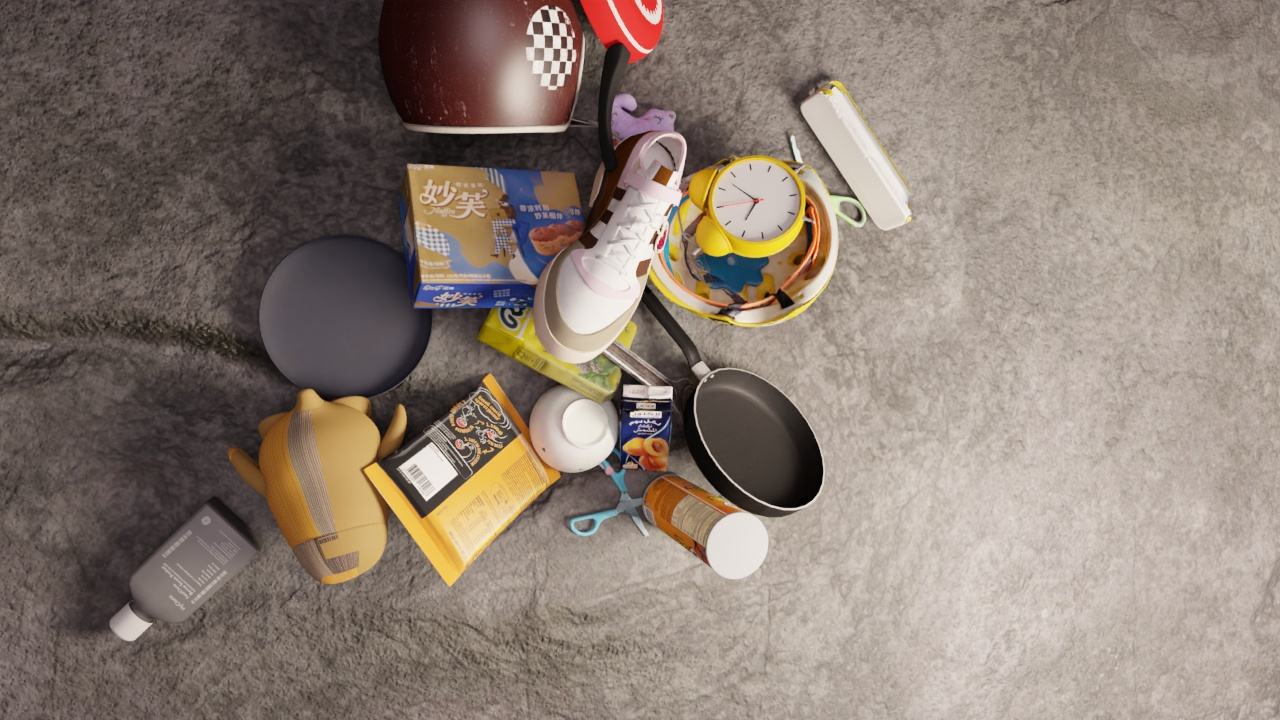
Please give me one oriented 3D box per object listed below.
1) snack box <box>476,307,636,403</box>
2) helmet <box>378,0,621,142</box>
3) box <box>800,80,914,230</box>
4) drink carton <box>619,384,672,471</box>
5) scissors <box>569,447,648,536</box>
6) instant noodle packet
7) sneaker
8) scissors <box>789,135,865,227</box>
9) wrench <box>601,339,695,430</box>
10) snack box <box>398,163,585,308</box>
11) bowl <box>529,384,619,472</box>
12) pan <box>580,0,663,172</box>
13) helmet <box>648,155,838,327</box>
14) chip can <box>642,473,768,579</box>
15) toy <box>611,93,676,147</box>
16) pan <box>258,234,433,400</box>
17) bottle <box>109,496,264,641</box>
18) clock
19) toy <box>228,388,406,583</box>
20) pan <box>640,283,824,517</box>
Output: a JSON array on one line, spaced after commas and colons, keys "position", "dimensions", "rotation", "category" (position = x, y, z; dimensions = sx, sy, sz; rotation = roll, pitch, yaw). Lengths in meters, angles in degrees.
[{"position": [-0.095, -0.036, 1.119], "dimensions": [0.181, 0.045, 0.121], "rotation": [29, 51, -11], "category": "snack box"}, {"position": [-0.168, -0.338, 1.035], "dimensions": [0.234, 0.233, 0.254], "rotation": [8, 109, 22], "category": "helmet"}, {"position": [0.301, -0.278, 1.223], "dimensions": [0.080, 0.080, 0.209], "rotation": [-40, 101, -25], "category": "box"}, {"position": [0.006, 0.084, 1.134], "dimensions": [0.064, 0.130, 0.040], "rotation": [2, 50, 0], "category": "drink carton"}, {"position": [-0.038, 0.183, 1.190], "dimensions": [0.135, 0.015, 0.135], "rotation": [-32, 96, -10], "category": "scissors"}, {"position": [-0.200, 0.134, 1.086], "dimensions": [0.160, 0.032, 0.220], "rotation": [57, 43, -9], "category": "instant noodle packet"}, {"position": [-0.017, -0.133, 1.009], "dimensions": [0.111, 0.117, 0.293], "rotation": [31, 69, -15], "category": "sneaker"}, {"position": [0.235, -0.223, 1.235], "dimensions": [0.138, 0.028, 0.170], "rotation": [-23, 102, -9], "category": "scissors"}, {"position": [-0.007, 0.007, 1.124], "dimensions": [0.273, 0.010, 0.069], "rotation": [38, 49, -36], "category": "wrench"}, {"position": [-0.168, -0.143, 1.068], "dimensions": [0.202, 0.069, 0.155], "rotation": [-2, 65, -24], "category": "snack box"}, {"position": [-0.077, 0.081, 1.138], "dimensions": [0.113, 0.063, 0.113], "rotation": [3, 80, -20], "category": "bowl"}, {"position": [-0.027, -0.385, 1.050], "dimensions": [0.067, 0.208, 0.355], "rotation": [-12, 73, 21], "category": "pan"}, {"position": [0.123, -0.135, 1.150], "dimensions": [0.240, 0.139, 0.209], "rotation": [0, 79, 8], "category": "helmet"}, {"position": [0.072, 0.194, 1.107], "dimensions": [0.075, 0.215, 0.075], "rotation": [-2, 95, -19], "category": "chip can"}, {"position": [-0.002, -0.297, 1.164], "dimensions": [0.099, 0.036, 0.080], "rotation": [-1, 94, -11], "category": "toy"}, {"position": [-0.293, -0.103, 1.113], "dimensions": [0.356, 0.021, 0.199], "rotation": [-42, 100, -10], "category": "pan"}, {"position": [-0.532, 0.249, 1.061], "dimensions": [0.173, 0.046, 0.084], "rotation": [-44, 101, -8], "category": "bottle"}, {"position": [0.119, -0.177, 1.061], "dimensions": [0.152, 0.052, 0.113], "rotation": [-9, 78, 3], "category": "clock"}, {"position": [-0.350, 0.150, 1.042], "dimensions": [0.198, 0.163, 0.203], "rotation": [-15, 74, -12], "category": "toy"}, {"position": [0.095, 0.045, 1.165], "dimensions": [0.355, 0.044, 0.203], "rotation": [51, 40, 9], "category": "pan"}]
